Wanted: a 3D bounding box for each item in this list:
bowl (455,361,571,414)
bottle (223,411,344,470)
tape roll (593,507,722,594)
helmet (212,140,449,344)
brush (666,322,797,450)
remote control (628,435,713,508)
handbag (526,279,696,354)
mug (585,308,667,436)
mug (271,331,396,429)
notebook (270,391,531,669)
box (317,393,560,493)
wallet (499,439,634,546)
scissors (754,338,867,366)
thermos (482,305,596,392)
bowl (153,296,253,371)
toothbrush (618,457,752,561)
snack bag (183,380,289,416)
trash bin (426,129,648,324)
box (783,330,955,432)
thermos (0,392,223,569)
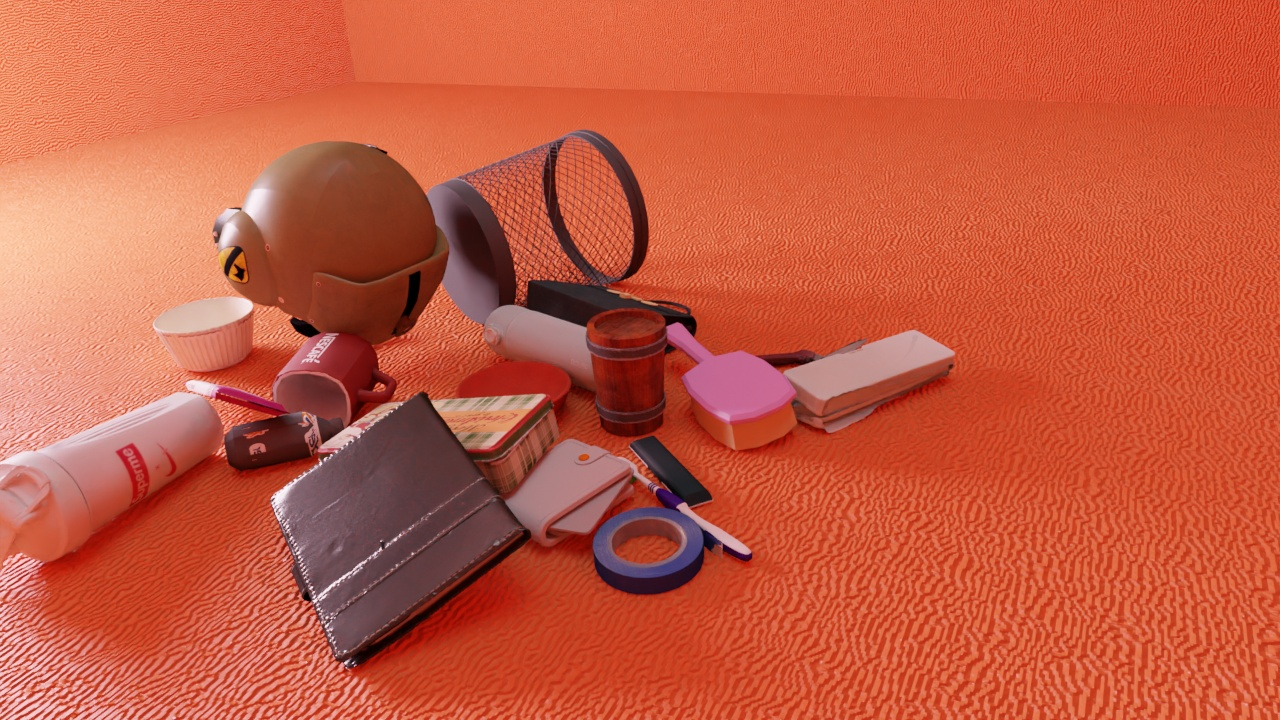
[{"bbox_3d":[-0.133,0.042,0.976,0.122,0.035,0.121,-3,25,1],"label":"bowl"},{"bbox_3d":[-0.354,0.078,0.915,0.112,0.047,0.047,-12,27,-18],"label":"bottle"},{"bbox_3d":[0.007,0.153,0.747,0.092,0.016,0.091,-22,31,-33],"label":"tape roll"},{"bbox_3d":[-0.345,-0.125,1.072,0.233,0.256,0.249,11,30,34],"label":"helmet"},{"bbox_3d":[0.080,0.019,0.972,0.089,0.043,0.228,-22,30,-15],"label":"brush"},{"bbox_3d":[0.026,0.101,0.859,0.028,0.012,0.124,-14,27,-21],"label":"remote control"},{"bbox_3d":[-0.013,-0.057,1.160,0.195,0.072,0.176,-12,25,-43],"label":"handbag"},{"bbox_3d":[-0.006,0.006,0.948,0.081,0.111,0.117,6,27,19],"label":"mug"},{"bbox_3d":[-0.320,0.025,0.986,0.116,0.081,0.096,4,26,0],"label":"mug"},{"bbox_3d":[-0.202,0.127,0.734,0.169,0.029,0.209,-37,41,-11],"label":"notebook"},{"bbox_3d":[-0.187,0.076,0.857,0.206,0.050,0.117,-2,25,25],"label":"box"},{"bbox_3d":[-0.061,0.118,0.804,0.115,0.037,0.118,18,35,42],"label":"wallet"},{"bbox_3d":[0.183,0.010,1.029,0.199,0.015,0.178,4,26,15],"label":"scissors"},{"bbox_3d":[-0.095,-0.014,1.055,0.207,0.065,0.077,19,21,38],"label":"thermos"},{"bbox_3d":[-0.537,-0.030,1.144,0.115,0.062,0.115,-3,26,1],"label":"bowl"},{"bbox_3d":[0.032,0.128,0.799,0.015,0.016,0.187,-20,32,-32],"label":"toothbrush"},{"bbox_3d":[-0.419,0.037,0.946,0.070,0.016,0.197,24,-12,-32],"label":"snack bag"},{"bbox_3d":[-0.146,-0.176,1.241,0.226,0.218,0.218,-26,33,-31],"label":"trash bin"},{"bbox_3d":[0.243,0.018,0.969,0.198,0.067,0.084,-17,10,-29],"label":"box"},{"bbox_3d":[-0.489,0.098,0.839,0.099,0.099,0.219,6,23,18],"label":"thermos"}]
